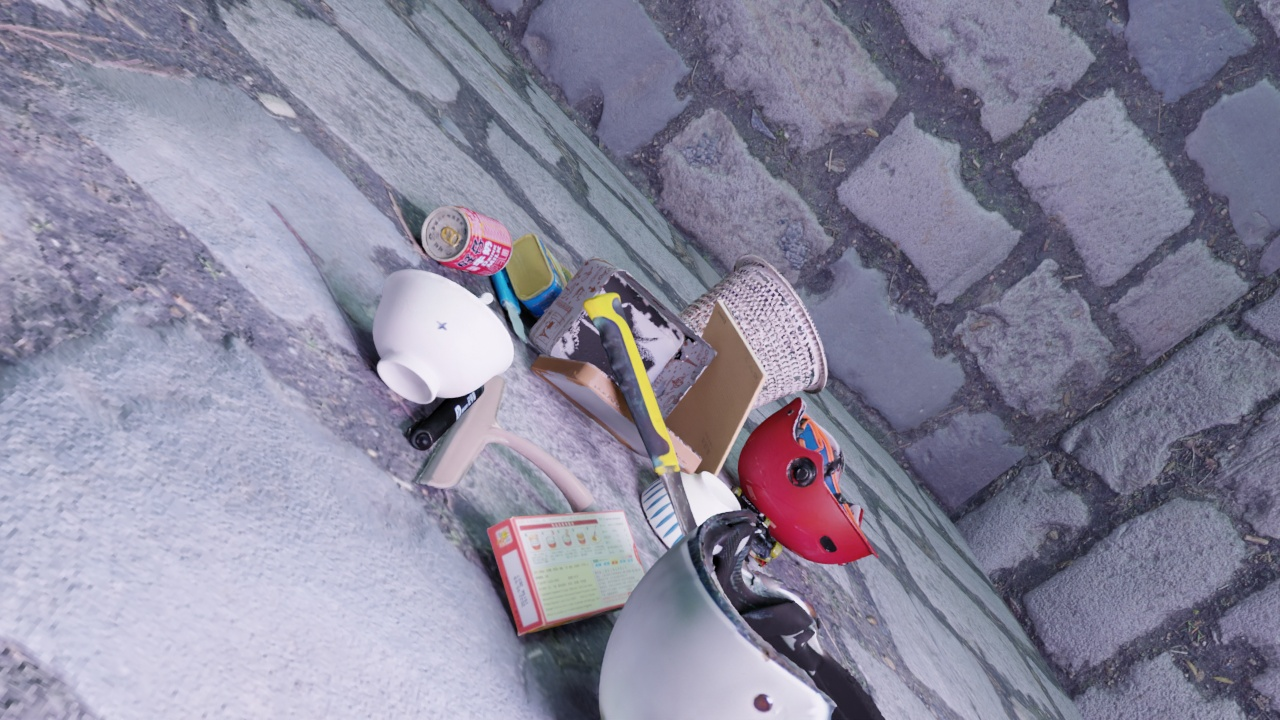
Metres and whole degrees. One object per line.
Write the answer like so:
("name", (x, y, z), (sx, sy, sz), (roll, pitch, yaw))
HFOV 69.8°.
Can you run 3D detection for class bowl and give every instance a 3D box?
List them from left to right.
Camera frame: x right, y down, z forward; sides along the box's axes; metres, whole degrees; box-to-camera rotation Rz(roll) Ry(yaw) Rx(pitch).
("bowl", (-0.166, -0.006, 0.712), (0.118, 0.119, 0.064), (43, 54, -21))
("bowl", (0.064, 0.162, 0.982), (0.116, 0.066, 0.116), (40, 16, -14))

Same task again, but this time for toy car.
("toy car", (0.136, 0.207, 1.155), (0.070, 0.042, 0.158), (47, 9, -7))

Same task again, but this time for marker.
("marker", (-0.155, 0.041, 0.737), (0.022, 0.020, 0.131), (19, 18, 2))

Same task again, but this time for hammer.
("hammer", (0.019, 0.087, 0.878), (0.126, 0.032, 0.323), (-8, 74, -54))

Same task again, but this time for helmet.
("helmet", (0.070, 0.245, 0.597), (0.274, 0.157, 0.229), (54, 9, -26))
("helmet", (0.220, 0.187, 1.273), (0.207, 0.144, 0.239), (44, 23, -51))

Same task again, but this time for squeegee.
("squeegee", (-0.058, 0.123, 0.782), (0.249, 0.040, 0.247), (46, 12, -13))

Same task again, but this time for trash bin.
("trash bin", (0.122, -0.010, 1.305), (0.227, 0.192, 0.228), (57, -13, 20))

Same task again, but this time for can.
("can", (-0.190, -0.131, 1.008), (0.066, 0.067, 0.093), (52, 14, 14))
("can", (-0.118, -0.092, 1.109), (0.083, 0.057, 0.102), (50, 11, -52))

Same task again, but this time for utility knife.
("utility knife", (-0.159, -0.084, 1.085), (0.034, 0.018, 0.204), (38, 18, -40))

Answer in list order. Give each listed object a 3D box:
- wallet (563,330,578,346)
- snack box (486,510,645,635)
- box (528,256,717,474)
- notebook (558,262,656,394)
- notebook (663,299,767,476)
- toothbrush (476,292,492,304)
("wallet", (-0.067, -0.036, 1.212), (0.090, 0.033, 0.115), (49, 12, -10))
("snack box", (-0.048, 0.154, 0.686), (0.155, 0.027, 0.077), (13, 53, -60))
("box", (-0.006, 0.007, 0.996), (0.183, 0.157, 0.193), (39, -5, -30))
("notebook", (-0.044, -0.041, 1.213), (0.148, 0.008, 0.207), (42, 12, -32))
("notebook", (0.080, 0.056, 1.078), (0.012, 0.212, 0.149), (8, 33, -24))
("toothbrush", (-0.184, -0.051, 0.889), (0.220, 0.026, 0.027), (-41, 116, -77))
